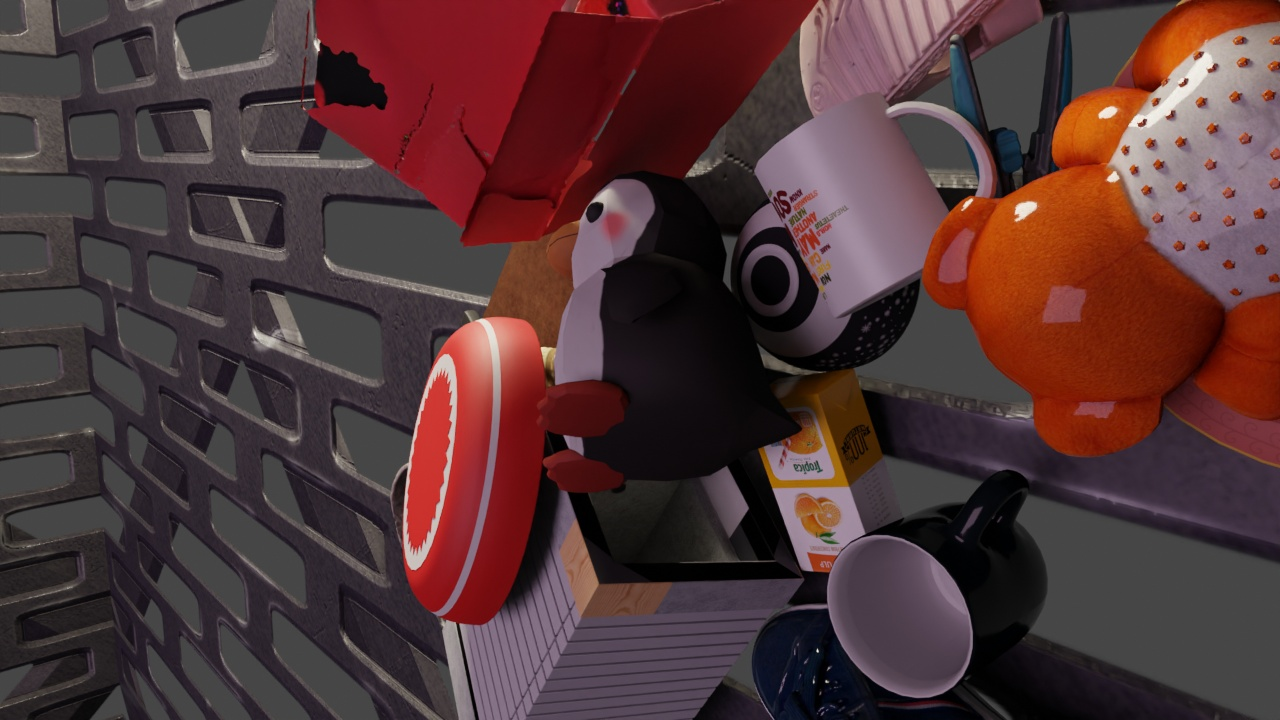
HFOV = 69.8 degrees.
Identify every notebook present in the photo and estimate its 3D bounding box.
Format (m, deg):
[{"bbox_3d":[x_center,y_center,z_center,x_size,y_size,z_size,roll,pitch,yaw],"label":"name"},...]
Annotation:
[{"bbox_3d":[-0.051,-0.009,0.758,0.225,0.024,0.168,51,129,29],"label":"notebook"}]

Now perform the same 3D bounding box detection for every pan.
[{"bbox_3d":[-0.133,0.038,0.691,0.356,0.067,0.209,-120,45,-57],"label":"pan"}]

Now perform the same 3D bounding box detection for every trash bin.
[{"bbox_3d":[-0.029,0.176,0.650,0.248,0.142,0.142,-64,34,33],"label":"trash bin"}]

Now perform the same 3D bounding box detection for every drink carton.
[{"bbox_3d":[0.115,0.072,0.559,0.059,0.040,0.122,-10,104,48],"label":"drink carton"}]

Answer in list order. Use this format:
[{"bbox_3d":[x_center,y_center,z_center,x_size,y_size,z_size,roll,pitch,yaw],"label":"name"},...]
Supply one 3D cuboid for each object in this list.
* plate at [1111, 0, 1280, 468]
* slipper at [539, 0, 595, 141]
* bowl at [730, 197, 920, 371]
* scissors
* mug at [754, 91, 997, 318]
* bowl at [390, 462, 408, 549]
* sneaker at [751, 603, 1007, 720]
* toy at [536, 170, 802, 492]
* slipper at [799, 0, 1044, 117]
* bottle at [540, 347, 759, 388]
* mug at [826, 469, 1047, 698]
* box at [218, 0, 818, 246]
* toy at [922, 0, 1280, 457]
[{"bbox_3d":[0.295,-0.064,0.370,0.230,0.021,0.230,11,105,46],"label":"plate"},{"bbox_3d":[-0.076,-0.233,0.715,0.107,0.055,0.221,-4,89,49],"label":"slipper"},{"bbox_3d":[0.098,-0.050,0.554,0.120,0.066,0.120,11,105,46],"label":"bowl"},{"bbox_3d":[0.186,-0.101,0.458,0.148,0.019,0.123,39,108,-10],"label":"scissors"},{"bbox_3d":[0.124,-0.084,0.464,0.105,0.073,0.089,-32,83,35],"label":"mug"},{"bbox_3d":[-0.149,0.162,0.848,0.178,0.081,0.179,28,131,37],"label":"bowl"},{"bbox_3d":[0.111,0.212,0.494,0.295,0.127,0.120,-161,84,-70],"label":"sneaker"},{"bbox_3d":[0.014,-0.029,0.539,0.159,0.140,0.183,92,176,-58],"label":"toy"},{"bbox_3d":[0.165,-0.205,0.457,0.240,0.064,0.094,-41,63,58],"label":"slipper"},{"bbox_3d":[-0.004,0.004,0.636,0.166,0.059,0.059,-2,96,22],"label":"bottle"},{"bbox_3d":[0.168,0.108,0.486,0.085,0.094,0.122,40,124,36],"label":"mug"},{"bbox_3d":[-0.069,-0.153,0.510,0.212,0.318,0.121,134,129,-59],"label":"box"},{"bbox_3d":[0.218,-0.048,0.381,0.173,0.092,0.163,-41,69,30],"label":"toy"}]
